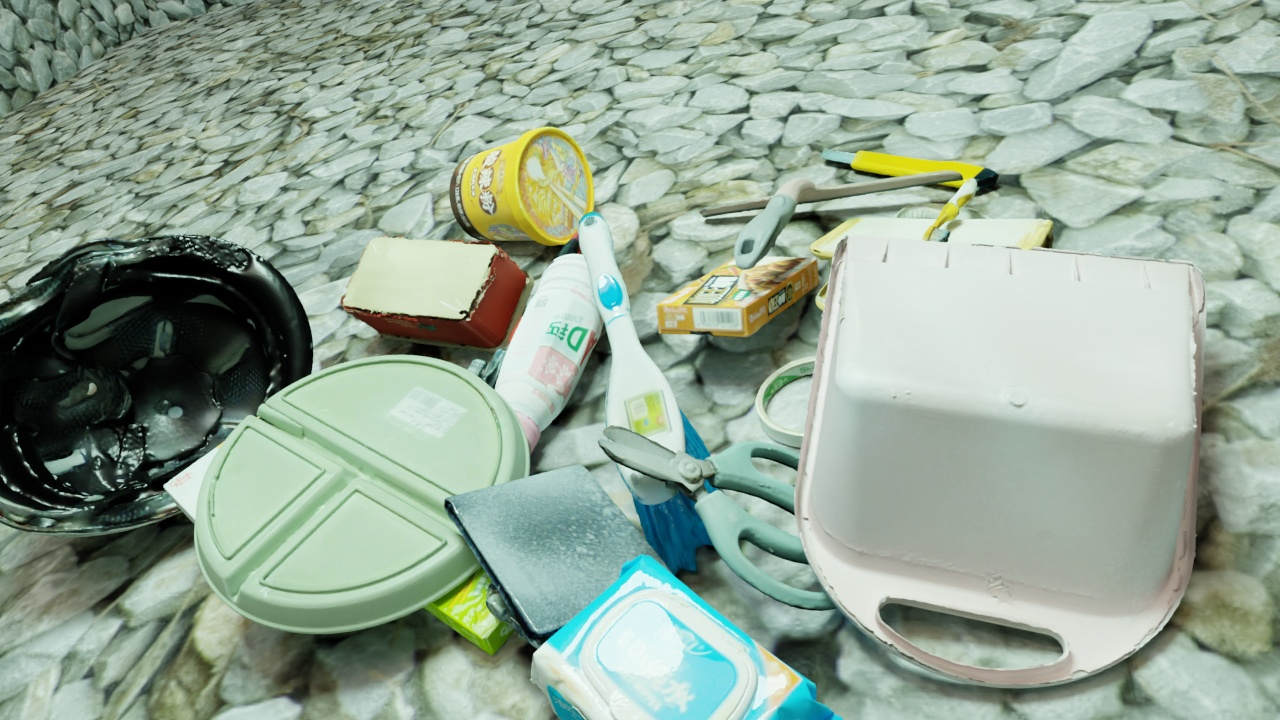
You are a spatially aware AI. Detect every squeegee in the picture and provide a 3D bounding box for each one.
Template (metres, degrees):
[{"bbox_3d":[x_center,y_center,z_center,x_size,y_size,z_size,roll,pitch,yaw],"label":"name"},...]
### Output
[{"bbox_3d":[0.121,-0.123,0.753,0.248,0.040,0.248,-4,20,27],"label":"squeegee"}]

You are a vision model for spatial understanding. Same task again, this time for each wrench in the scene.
[{"bbox_3d":[-0.099,-0.043,0.827,0.016,0.056,0.272,18,40,8],"label":"wrench"}]

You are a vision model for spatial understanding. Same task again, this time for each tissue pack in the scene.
[{"bbox_3d":[0.018,0.167,0.459,0.089,0.063,0.140,-39,53,-25],"label":"tissue pack"}]

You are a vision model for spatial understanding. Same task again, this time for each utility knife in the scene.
[{"bbox_3d":[0.248,-0.184,0.875,0.033,0.015,0.195,-36,38,-27],"label":"utility knife"}]

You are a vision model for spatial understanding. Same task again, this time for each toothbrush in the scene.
[{"bbox_3d":[0.242,-0.114,0.702,0.018,0.016,0.190,14,28,24],"label":"toothbrush"}]

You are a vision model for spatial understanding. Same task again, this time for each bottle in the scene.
[{"bbox_3d":[-0.076,-0.005,0.749,0.068,0.068,0.196,-2,42,23],"label":"bottle"}]

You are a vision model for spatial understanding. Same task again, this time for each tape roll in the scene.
[{"bbox_3d":[0.125,0.028,0.652,0.086,0.014,0.085,-13,36,9],"label":"tape roll"}]

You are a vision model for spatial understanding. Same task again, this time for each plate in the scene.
[{"bbox_3d":[-0.191,0.077,0.625,0.230,0.027,0.229,-3,46,3],"label":"plate"}]

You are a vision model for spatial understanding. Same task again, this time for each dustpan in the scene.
[{"bbox_3d":[0.200,0.040,0.536,0.223,0.139,0.272,9,30,21],"label":"dustpan"}]

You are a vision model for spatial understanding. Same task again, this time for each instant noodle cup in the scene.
[{"bbox_3d":[-0.128,-0.177,0.963,0.115,0.118,0.118,0,39,37],"label":"instant noodle cup"}]

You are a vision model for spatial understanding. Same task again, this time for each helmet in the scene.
[{"bbox_3d":[-0.414,0.029,0.766,0.273,0.230,0.157,-36,-1,-26],"label":"helmet"}]

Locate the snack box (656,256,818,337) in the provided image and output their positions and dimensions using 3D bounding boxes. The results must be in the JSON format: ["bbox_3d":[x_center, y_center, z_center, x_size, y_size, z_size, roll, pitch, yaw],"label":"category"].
[{"bbox_3d":[0.081,-0.053,0.729,0.075,0.026,0.153,4,21,30],"label":"snack box"}]

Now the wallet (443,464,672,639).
[{"bbox_3d":[-0.050,0.111,0.552,0.097,0.019,0.121,-12,38,-33],"label":"wallet"}]

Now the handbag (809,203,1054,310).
[{"bbox_3d":[0.236,-0.083,0.722,0.164,0.063,0.178,7,28,32],"label":"handbag"}]

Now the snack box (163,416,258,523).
[{"bbox_3d":[-0.262,0.114,0.663,0.157,0.027,0.084,35,60,23],"label":"snack box"}]

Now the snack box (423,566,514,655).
[{"bbox_3d":[-0.129,0.121,0.612,0.156,0.026,0.085,24,54,28],"label":"snack box"}]

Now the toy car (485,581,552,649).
[{"bbox_3d":[-0.051,0.153,0.539,0.090,0.034,0.042,30,55,28],"label":"toy car"}]

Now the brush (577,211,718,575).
[{"bbox_3d":[-0.004,0.004,0.663,0.060,0.109,0.314,-22,35,6],"label":"brush"}]

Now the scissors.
[{"bbox_3d":[0.050,0.093,0.519,0.185,0.019,0.131,11,45,-20],"label":"scissors"}]

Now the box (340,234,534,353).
[{"bbox_3d":[-0.194,-0.069,0.852,0.169,0.080,0.091,7,68,32],"label":"box"}]
